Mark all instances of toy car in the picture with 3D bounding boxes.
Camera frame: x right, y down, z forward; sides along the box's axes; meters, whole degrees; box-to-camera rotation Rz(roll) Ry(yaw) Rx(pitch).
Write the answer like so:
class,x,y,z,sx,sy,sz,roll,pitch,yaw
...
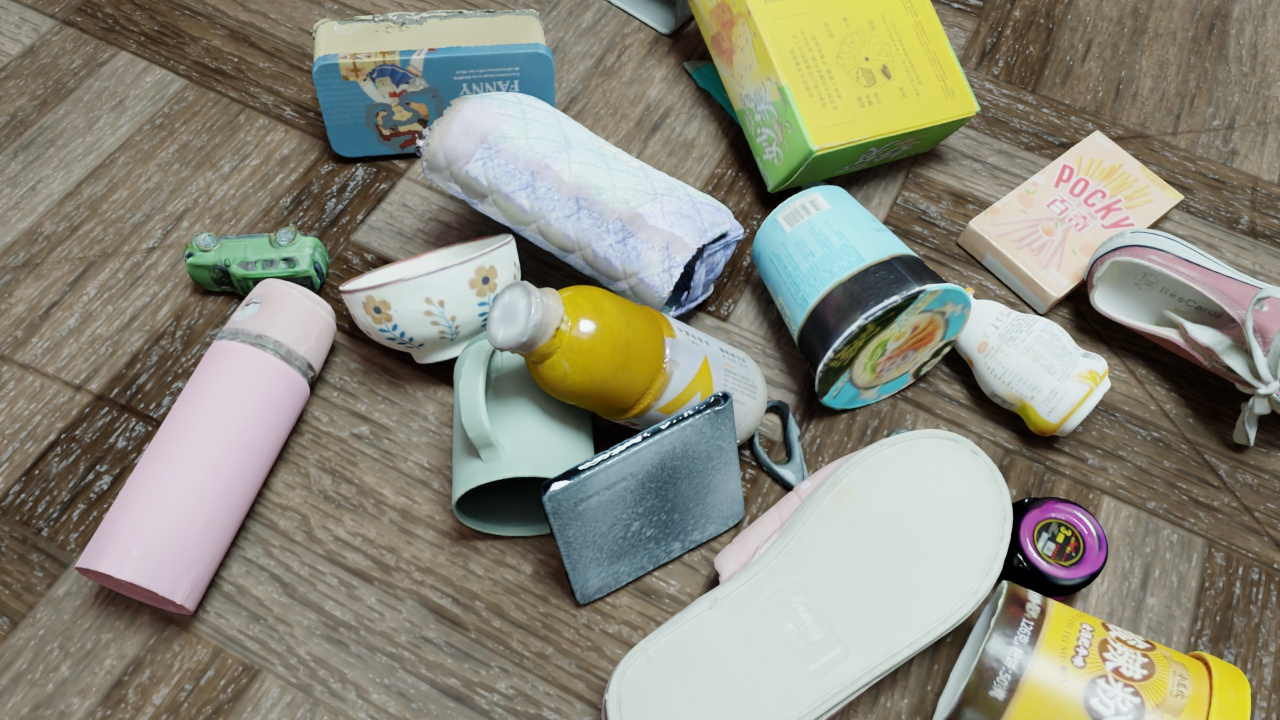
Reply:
class,x,y,z,sx,sy,sz,roll,pitch,yaw
toy car,-0.257,-0.063,0.615,0.091,0.043,0.036,-2,61,-4

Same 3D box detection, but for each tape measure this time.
class,x,y,z,sx,sy,sz,roll,pitch,yaw
tape measure,0.245,0.112,0.549,0.058,0.039,0.057,13,60,9

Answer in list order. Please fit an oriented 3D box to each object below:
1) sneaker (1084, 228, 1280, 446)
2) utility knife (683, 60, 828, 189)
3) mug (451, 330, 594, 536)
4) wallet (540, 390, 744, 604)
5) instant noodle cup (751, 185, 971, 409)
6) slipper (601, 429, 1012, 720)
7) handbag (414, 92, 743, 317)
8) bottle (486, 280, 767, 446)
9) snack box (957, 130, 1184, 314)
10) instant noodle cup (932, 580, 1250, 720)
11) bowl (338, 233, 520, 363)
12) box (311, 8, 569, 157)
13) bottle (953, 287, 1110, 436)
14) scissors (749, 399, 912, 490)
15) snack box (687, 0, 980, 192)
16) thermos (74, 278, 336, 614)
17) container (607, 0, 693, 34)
class,x,y,z,sx,sy,sz,roll,pitch,yaw
sneaker,0.400,-0.003,0.583,0.241,0.118,0.087,27,46,10
utility knife,0.101,-0.169,0.714,0.029,0.013,0.216,-26,63,-19
mug,-0.074,0.032,0.532,0.082,0.112,0.106,-14,58,13
wallet,0.005,0.079,0.520,0.120,0.097,0.019,-26,40,-18
instant noodle cup,0.134,-0.048,0.603,0.111,0.111,0.120,-19,54,-14
slipper,0.097,0.135,0.510,0.273,0.054,0.114,-35,71,-20
handbag,-0.033,-0.107,0.604,0.194,0.076,0.134,30,24,12
bottle,-0.003,0.003,0.521,0.189,0.068,0.068,22,48,-44
snack box,0.321,-0.106,0.684,0.157,0.026,0.084,-34,68,-20
instant noodle cup,0.221,0.181,0.469,0.114,0.119,0.118,26,62,20
bowl,-0.126,-0.036,0.586,0.113,0.113,0.062,-22,107,-15
box,-0.143,-0.205,0.677,0.184,0.090,0.060,-6,54,-5
bottle,0.246,-0.002,0.599,0.063,0.063,0.108,-40,70,-23
scissors,0.117,0.099,0.565,0.159,0.014,0.181,-19,66,-11
snack box,0.134,-0.245,0.684,0.157,0.070,0.210,-18,81,-22
thermos,-0.254,0.044,0.546,0.087,0.067,0.198,-2,56,30
container,0.033,-0.354,0.774,0.090,0.090,0.114,37,61,16
